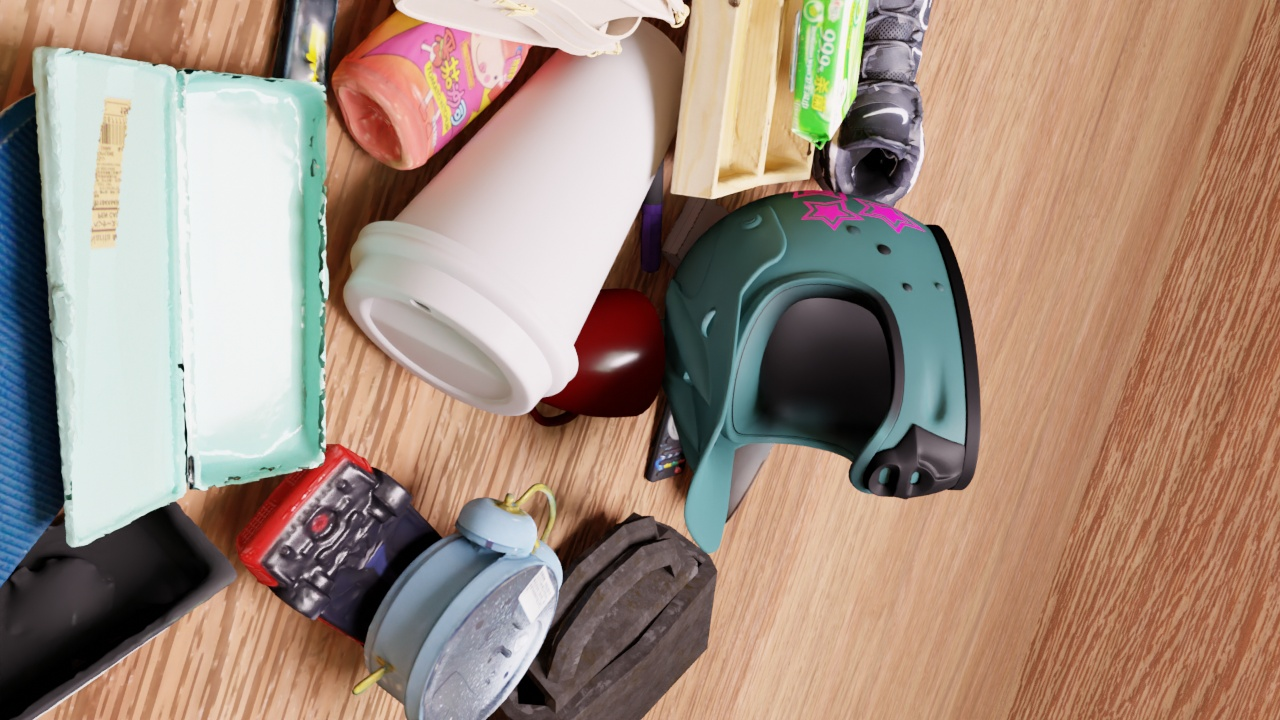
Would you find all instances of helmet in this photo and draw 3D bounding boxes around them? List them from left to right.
[{"bbox_3d":[0.105,-0.002,0.628,0.274,0.200,0.177,-84,174,-48],"label":"helmet"}]

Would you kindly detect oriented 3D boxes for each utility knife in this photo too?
[{"bbox_3d":[-0.167,-0.111,0.440,0.028,0.020,0.173,-2,107,-55],"label":"utility knife"}]

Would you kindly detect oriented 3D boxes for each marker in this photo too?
[{"bbox_3d":[0.008,-0.126,0.653,0.018,0.015,0.134,-45,141,-58],"label":"marker"}]

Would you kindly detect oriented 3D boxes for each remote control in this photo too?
[{"bbox_3d":[0.034,0.034,0.760,0.045,0.021,0.141,-8,118,-48],"label":"remote control"}]

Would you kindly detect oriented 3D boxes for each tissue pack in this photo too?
[{"bbox_3d":[0.127,-0.211,0.612,0.099,0.034,0.114,-55,152,-50],"label":"tissue pack"}]

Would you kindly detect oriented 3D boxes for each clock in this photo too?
[{"bbox_3d":[-0.094,0.146,0.545,0.161,0.060,0.118,-51,153,-26],"label":"clock"}]

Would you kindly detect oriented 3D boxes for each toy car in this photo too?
[{"bbox_3d":[-0.276,0.127,0.378,0.191,0.094,0.071,-37,163,-37],"label":"toy car"},{"bbox_3d":[-0.156,0.119,0.533,0.081,0.056,0.189,-52,150,-20],"label":"toy car"}]

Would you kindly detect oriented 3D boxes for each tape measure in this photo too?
[{"bbox_3d":[0.049,-0.094,0.716,0.060,0.020,0.062,-61,143,-10],"label":"tape measure"}]

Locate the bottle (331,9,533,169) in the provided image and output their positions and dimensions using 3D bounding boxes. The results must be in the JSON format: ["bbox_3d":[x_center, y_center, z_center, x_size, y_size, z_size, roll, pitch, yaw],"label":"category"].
[{"bbox_3d":[-0.095,-0.161,0.477,0.134,0.048,0.072,-52,159,-26],"label":"bottle"}]

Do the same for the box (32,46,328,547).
[{"bbox_3d":[-0.191,-0.029,0.390,0.138,0.052,0.187,-14,112,-58],"label":"box"}]

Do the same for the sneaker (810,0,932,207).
[{"bbox_3d":[0.181,-0.220,0.705,0.150,0.097,0.253,-87,177,-55],"label":"sneaker"}]

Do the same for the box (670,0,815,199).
[{"bbox_3d":[0.082,-0.236,0.581,0.252,0.068,0.247,-40,138,-68],"label":"box"}]

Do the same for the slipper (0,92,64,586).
[{"bbox_3d":[-0.266,0.028,0.336,0.118,0.060,0.294,65,37,-56],"label":"slipper"}]

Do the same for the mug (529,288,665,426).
[{"bbox_3d":[-0.049,0.005,0.606,0.088,0.087,0.114,-2,137,-33],"label":"mug"}]

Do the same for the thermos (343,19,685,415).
[{"bbox_3d":[-0.054,-0.090,0.514,0.221,0.132,0.131,-60,143,-24],"label":"thermos"}]

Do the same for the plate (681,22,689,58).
[{"bbox_3d":[0.084,-0.224,0.703,0.156,0.014,0.157,-26,125,-43],"label":"plate"}]

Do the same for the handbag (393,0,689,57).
[{"bbox_3d":[-0.035,-0.247,0.449,0.197,0.101,0.194,-7,87,-54],"label":"handbag"}]

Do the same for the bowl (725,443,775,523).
[{"bbox_3d":[0.084,0.063,0.785,0.150,0.057,0.151,-59,173,-12],"label":"bowl"}]

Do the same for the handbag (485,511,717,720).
[{"bbox_3d":[-0.036,0.198,0.679,0.196,0.102,0.200,-35,148,-37],"label":"handbag"}]
